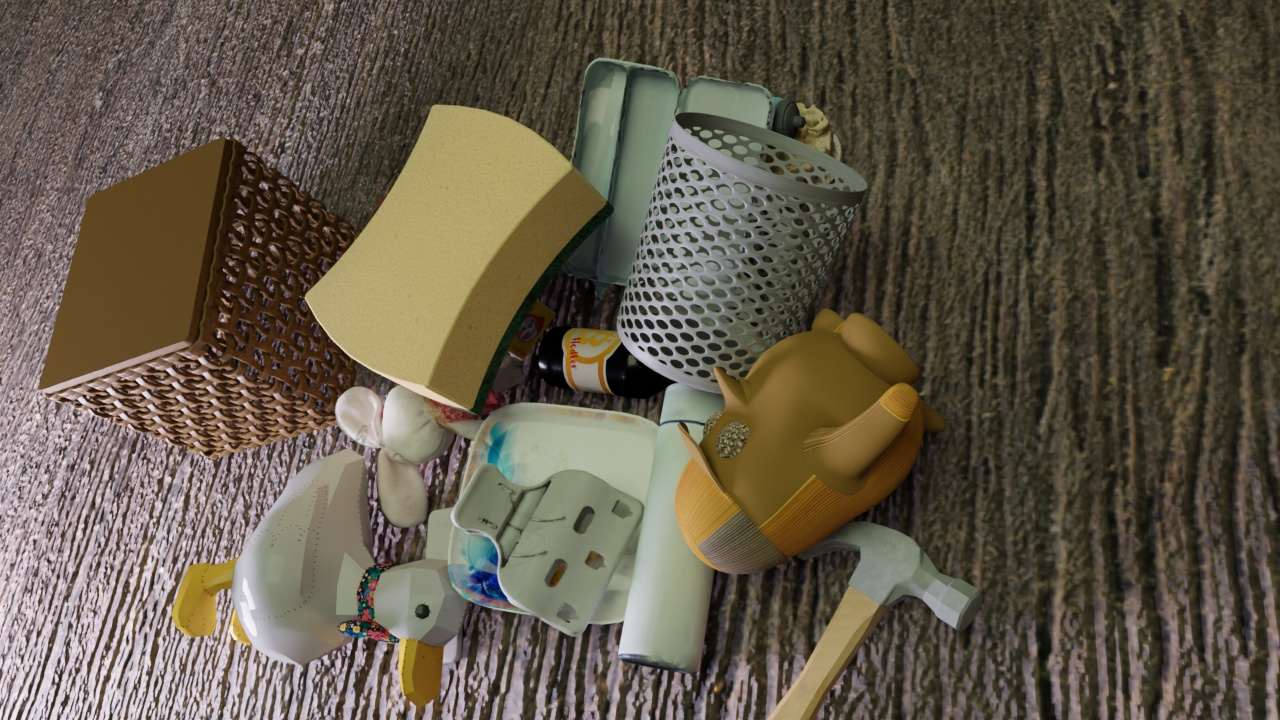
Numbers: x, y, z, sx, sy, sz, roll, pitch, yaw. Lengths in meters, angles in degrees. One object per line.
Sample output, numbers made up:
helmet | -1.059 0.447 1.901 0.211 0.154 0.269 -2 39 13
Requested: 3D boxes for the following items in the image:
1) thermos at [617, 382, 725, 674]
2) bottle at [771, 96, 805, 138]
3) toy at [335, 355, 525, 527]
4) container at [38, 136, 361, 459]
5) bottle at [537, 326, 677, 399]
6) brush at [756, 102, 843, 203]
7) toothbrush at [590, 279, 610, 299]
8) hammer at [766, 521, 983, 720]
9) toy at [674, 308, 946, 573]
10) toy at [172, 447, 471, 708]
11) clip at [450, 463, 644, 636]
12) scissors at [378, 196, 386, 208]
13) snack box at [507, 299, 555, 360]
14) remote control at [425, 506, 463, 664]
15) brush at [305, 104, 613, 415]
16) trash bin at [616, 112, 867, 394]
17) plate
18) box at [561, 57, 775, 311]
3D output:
thermos | 0.034 0.133 0.751 0.068 0.068 0.229 0 68 28
bottle | 0.089 -0.221 0.835 0.130 0.040 0.040 14 74 31
toy | -0.205 0.053 0.910 0.194 0.084 0.159 -37 74 4
container | -0.469 -0.060 1.019 0.220 0.214 0.251 -15 61 21
bottle | -0.005 0.005 0.836 0.182 0.059 0.059 7 71 30
brush | 0.059 -0.189 0.895 0.272 0.056 0.083 -2 64 27
toothbrush | -0.068 -0.120 0.956 0.155 0.016 0.022 58 132 35
hammer | 0.107 0.267 0.668 0.131 0.039 0.328 30 84 36
toy | 0.106 0.064 0.681 0.203 0.198 0.162 -45 98 0
toy | -0.281 0.200 0.847 0.268 0.141 0.246 -13 65 13
clip | -0.084 0.144 0.769 0.144 0.074 0.124 25 71 11
scissors | -0.234 -0.191 1.079 0.188 0.015 0.146 -35 55 7
snack box | -0.152 -0.060 0.917 0.084 0.105 0.061 32 85 35
remote control | -0.185 0.211 0.866 0.045 0.008 0.146 -13 62 22
brush | -0.167 -0.095 0.828 0.195 0.075 0.250 30 86 34
trash bin | 0.073 -0.084 0.743 0.156 0.156 0.184 40 122 35
plate | -0.069 0.132 0.809 0.187 0.016 0.186 6 69 11
box | 0.021 -0.161 0.846 0.193 0.061 0.210 12 109 13
